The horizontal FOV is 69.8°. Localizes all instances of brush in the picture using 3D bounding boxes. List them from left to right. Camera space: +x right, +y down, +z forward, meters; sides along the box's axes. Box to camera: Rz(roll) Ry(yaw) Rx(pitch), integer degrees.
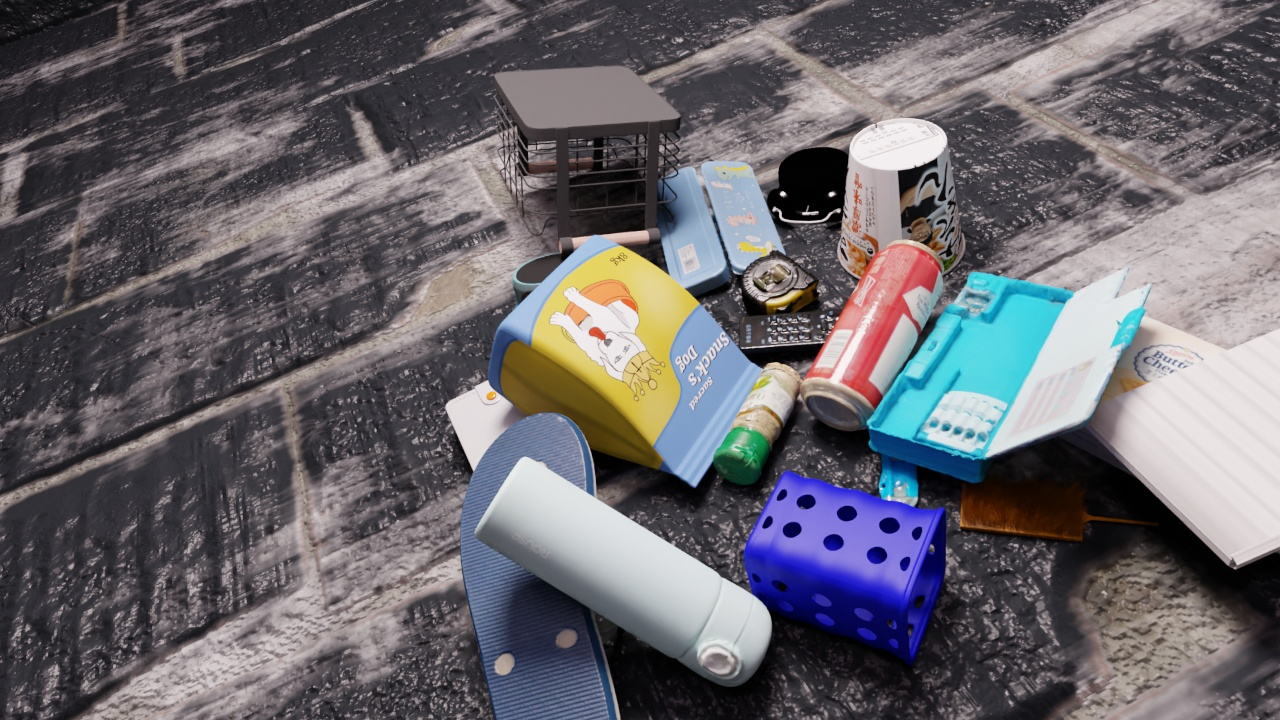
[{"bbox_3d":[0.300,0.107,0.666,0.126,0.017,0.048,3,46,21],"label":"brush"}]

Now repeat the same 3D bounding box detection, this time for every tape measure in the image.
[{"bbox_3d":[0.128,-0.073,0.888,0.062,0.038,0.067,-35,58,-12],"label":"tape measure"}]

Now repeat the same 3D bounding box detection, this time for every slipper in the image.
[{"bbox_3d":[-0.070,0.177,0.685,0.118,0.060,0.294,-18,55,7],"label":"slipper"}]

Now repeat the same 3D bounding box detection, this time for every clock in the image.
[{"bbox_3d":[-0.088,-0.066,0.939,0.090,0.053,0.124,-17,31,-3],"label":"clock"},{"bbox_3d":[0.187,-0.184,0.988,0.091,0.043,0.120,6,47,23],"label":"clock"}]

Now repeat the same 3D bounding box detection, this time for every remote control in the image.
[{"bbox_3d":[0.166,-0.025,0.846,0.150,0.022,0.047,-4,43,11],"label":"remote control"}]

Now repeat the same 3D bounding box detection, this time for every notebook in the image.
[{"bbox_3d":[0.431,0.044,0.611,0.209,0.009,0.142,-21,42,-5],"label":"notebook"}]

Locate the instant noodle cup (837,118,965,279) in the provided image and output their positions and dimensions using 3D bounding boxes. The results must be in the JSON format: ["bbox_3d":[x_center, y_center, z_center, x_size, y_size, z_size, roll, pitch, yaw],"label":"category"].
[{"bbox_3d":[0.248,-0.156,0.881,0.124,0.122,0.123,-9,43,8],"label":"instant noodle cup"}]

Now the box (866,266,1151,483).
[{"bbox_3d":[0.302,0.002,0.724,0.182,0.072,0.226,-4,33,47],"label":"box"}]

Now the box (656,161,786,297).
[{"bbox_3d":[0.080,-0.152,0.997,0.127,0.034,0.208,-15,44,4],"label":"box"}]

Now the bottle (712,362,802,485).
[{"bbox_3d":[0.101,0.051,0.770,0.043,0.043,0.110,12,49,28],"label":"bottle"}]

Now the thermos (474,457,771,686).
[{"bbox_3d":[-0.009,0.145,0.623,0.207,0.065,0.077,32,14,-1],"label":"thermos"}]

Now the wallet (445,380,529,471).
[{"bbox_3d":[-0.107,0.056,0.835,0.115,0.037,0.118,-26,47,-10],"label":"wallet"}]

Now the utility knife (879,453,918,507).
[{"bbox_3d":[0.207,0.056,0.752,0.031,0.015,0.174,-1,43,10],"label":"utility knife"}]

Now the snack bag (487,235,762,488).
[{"bbox_3d":[-0.005,0.005,0.801,0.205,0.102,0.158,32,49,9],"label":"snack bag"}]

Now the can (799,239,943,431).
[{"bbox_3d":[0.198,-0.022,0.777,0.067,0.067,0.169,18,64,32],"label":"can"}]

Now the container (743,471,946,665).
[{"bbox_3d":[0.141,0.140,0.633,0.114,0.085,0.084,13,49,30],"label":"container"}]

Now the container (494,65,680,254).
[{"bbox_3d":[-0.064,-0.230,1.016,0.162,0.130,0.241,-8,34,-16],"label":"container"}]

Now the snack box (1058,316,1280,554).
[{"bbox_3d":[0.423,0.056,0.651,0.104,0.057,0.208,-36,46,-21],"label":"snack box"}]
